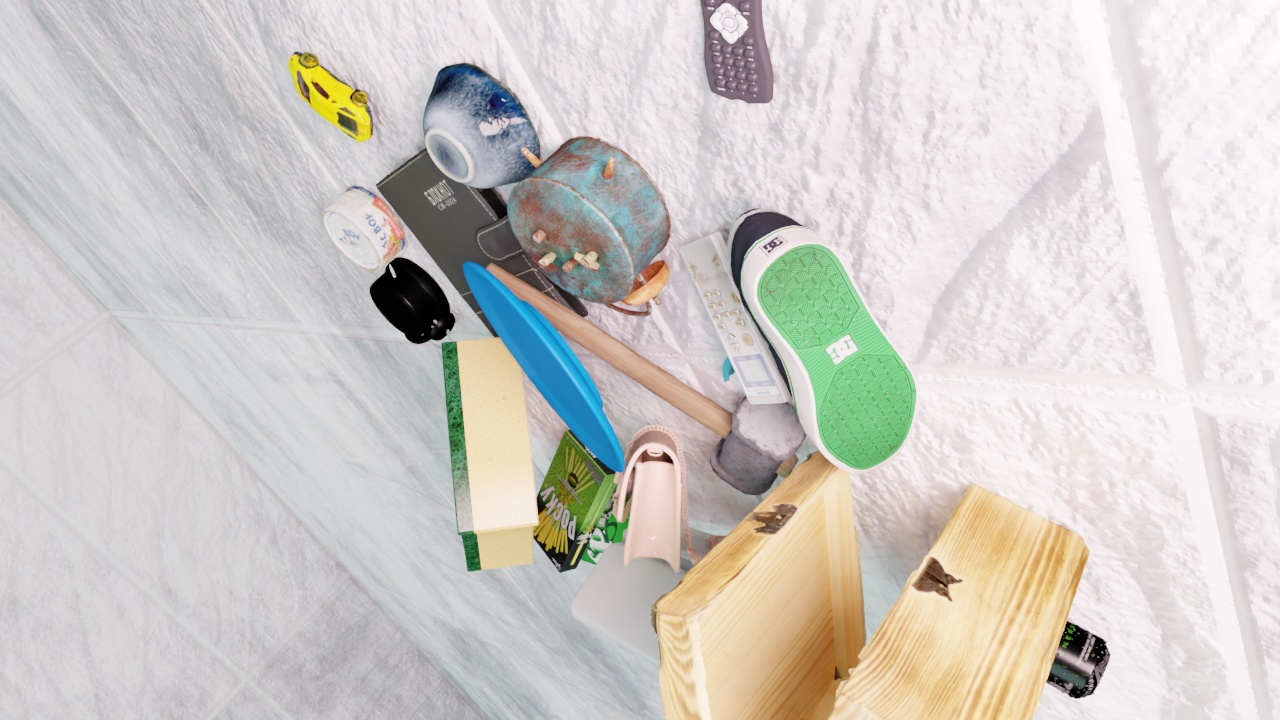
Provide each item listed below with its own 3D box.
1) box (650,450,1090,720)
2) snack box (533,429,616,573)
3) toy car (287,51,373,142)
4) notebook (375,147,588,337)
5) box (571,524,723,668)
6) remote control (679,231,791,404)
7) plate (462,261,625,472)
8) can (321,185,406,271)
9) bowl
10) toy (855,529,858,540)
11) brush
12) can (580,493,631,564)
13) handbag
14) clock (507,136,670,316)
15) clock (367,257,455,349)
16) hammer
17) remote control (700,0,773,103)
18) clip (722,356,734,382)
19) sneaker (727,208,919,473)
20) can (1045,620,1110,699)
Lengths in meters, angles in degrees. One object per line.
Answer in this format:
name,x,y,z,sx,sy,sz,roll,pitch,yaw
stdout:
box,0.144,0.238,0.658,0.221,0.278,0.259,25,121,23
snack box,-0.080,0.161,1.053,0.080,0.025,0.148,44,123,35
toy car,-0.290,-0.245,0.855,0.107,0.030,0.049,38,152,9
notebook,-0.156,-0.108,0.884,0.209,0.029,0.170,51,149,-20
box,0.042,0.218,0.907,0.211,0.185,0.084,10,119,53
remote control,0.071,-0.029,0.690,0.050,0.011,0.136,-9,108,64
plate,-0.077,0.002,0.796,0.224,0.024,0.225,49,167,15
can,-0.299,-0.141,0.990,0.086,0.043,0.086,28,148,19
bowl,-0.137,-0.178,0.737,0.110,0.055,0.110,29,149,19
toy,0.158,0.161,0.853,0.092,0.046,0.115,28,155,24
brush,-0.161,0.108,0.986,0.251,0.075,0.194,109,153,-67
can,-0.023,0.204,1.081,0.140,0.087,0.088,7,136,46
handbag,0.068,0.128,0.872,0.187,0.116,0.198,5,-179,1
clock,-0.038,-0.091,0.719,0.121,0.073,0.158,16,143,37
clock,-0.257,-0.060,1.050,0.091,0.042,0.121,-4,128,52
hammer,-0.005,0.005,0.814,0.328,0.052,0.098,33,150,9
remote control,0.051,-0.204,0.525,0.046,0.009,0.124,22,145,31
clip,0.096,-0.003,0.728,0.121,0.033,0.119,53,152,-20
sneaker,0.127,-0.012,0.643,0.235,0.084,0.079,55,-176,-38
can,0.304,0.219,0.746,0.138,0.053,0.054,26,147,26
